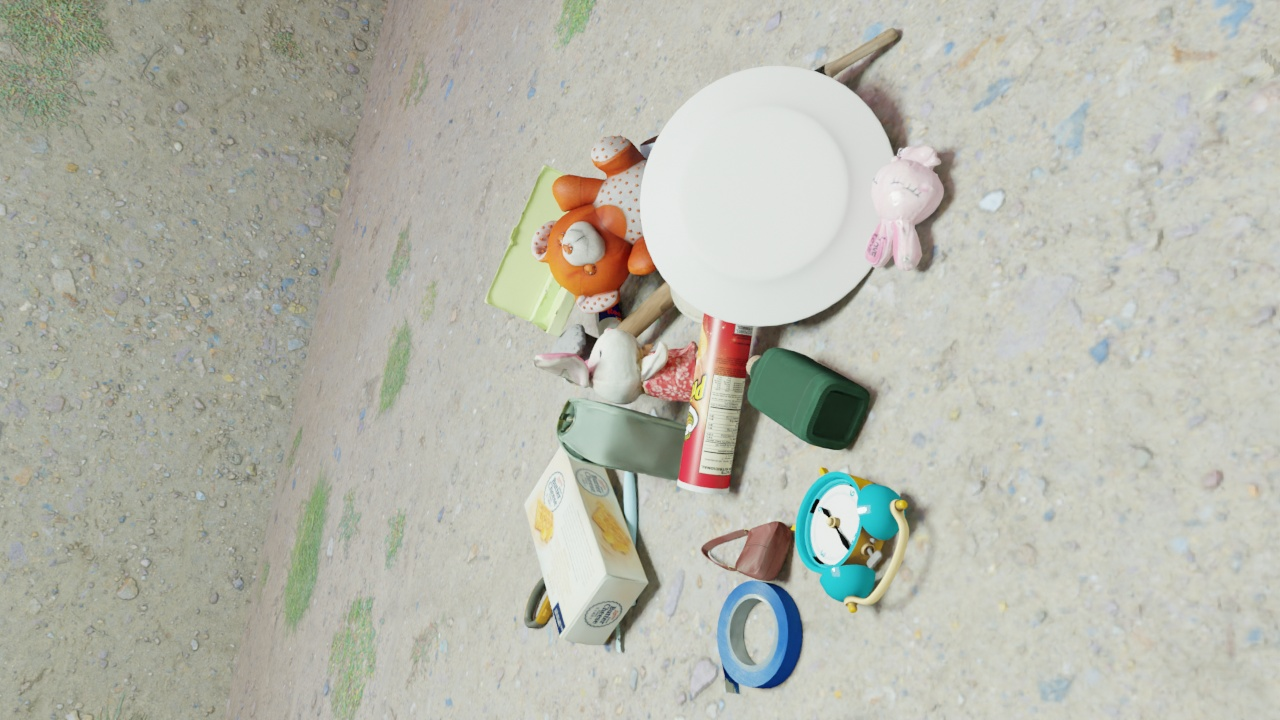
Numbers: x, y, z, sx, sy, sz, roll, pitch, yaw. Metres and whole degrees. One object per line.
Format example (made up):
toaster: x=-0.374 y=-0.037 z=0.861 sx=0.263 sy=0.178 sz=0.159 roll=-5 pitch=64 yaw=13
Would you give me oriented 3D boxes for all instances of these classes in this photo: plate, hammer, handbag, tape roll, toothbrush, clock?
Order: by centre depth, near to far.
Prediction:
clock: x=0.167 y=0.138 z=0.737 sx=0.099 sy=0.043 sz=0.129 roll=-67 pitch=24 yaw=9
tape roll: x=0.103 y=0.241 z=0.809 sx=0.093 sy=0.016 sz=0.091 roll=-39 pitch=44 yaw=43
plate: x=0.111 y=-0.153 z=0.848 sx=0.243 sy=0.016 sz=0.242 roll=0 pitch=89 yaw=20
handbag: x=0.091 y=0.177 z=0.854 sx=0.120 sy=0.029 sz=0.055 roll=-21 pitch=37 yaw=60
handbag: x=-0.014 y=0.085 z=0.978 sx=0.106 sy=0.121 sz=0.067 roll=14 pitch=89 yaw=57
toothbrush: x=-0.012 y=0.194 z=1.020 sx=0.022 sy=0.016 sz=0.154 roll=84 pitch=-176 yaw=-62
hammer: x=0.027 y=-0.070 z=1.044 sx=0.329 sy=0.098 sz=0.052 roll=-40 pitch=37 yaw=30

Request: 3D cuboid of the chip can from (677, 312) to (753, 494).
chip can: x=0.077 y=0.020 z=0.896 sx=0.052 sy=0.051 sz=0.215 roll=13 pitch=96 yaw=59

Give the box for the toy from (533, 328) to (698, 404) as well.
toy: x=-0.006 y=0.006 z=0.972 sx=0.194 sy=0.159 sz=0.084 roll=-4 pitch=85 yaw=14

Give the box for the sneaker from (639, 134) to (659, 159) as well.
sneaker: x=0.107 y=-0.218 z=1.009 sx=0.242 sy=0.083 sz=0.098 roll=-1 pitch=118 yaw=47

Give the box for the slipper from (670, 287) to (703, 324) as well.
slipper: x=0.117 y=-0.153 z=0.920 sx=0.114 sy=0.054 sz=0.275 roll=42 pitch=121 yaw=19

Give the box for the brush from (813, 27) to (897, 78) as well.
brush: x=0.181 y=-0.282 z=0.901 sx=0.151 sy=0.012 sz=0.038 roll=-26 pitch=21 yaw=25

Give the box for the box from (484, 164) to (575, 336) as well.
box: x=-0.100 y=-0.131 z=1.119 sx=0.127 sy=0.066 sz=0.188 roll=24 pitch=92 yaw=19

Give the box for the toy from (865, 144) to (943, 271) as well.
toy: x=0.222 y=-0.131 z=0.779 sx=0.064 sy=0.047 sz=0.110 roll=13 pitch=94 yaw=57

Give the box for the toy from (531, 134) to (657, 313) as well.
toy: x=-0.036 y=-0.147 z=1.023 sx=0.172 sy=0.092 sz=0.164 roll=-44 pitch=76 yaw=9

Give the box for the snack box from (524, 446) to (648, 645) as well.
snack box: x=-0.066 y=0.202 z=1.031 sx=0.104 sy=0.057 sz=0.207 roll=-57 pitch=34 yaw=24

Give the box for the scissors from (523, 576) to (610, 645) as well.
scissors: x=-0.084 y=0.259 z=1.103 sx=0.230 sy=0.016 sz=0.225 roll=-52 pitch=36 yaw=30

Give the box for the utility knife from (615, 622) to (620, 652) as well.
utility knife: x=-0.025 y=0.242 z=1.019 sx=0.022 sy=0.015 sz=0.161 roll=-38 pitch=46 yaw=45

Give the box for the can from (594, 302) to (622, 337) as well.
can: x=-0.040 y=-0.048 z=1.170 sx=0.032 sy=0.032 sz=0.095 roll=-48 pitch=39 yaw=35

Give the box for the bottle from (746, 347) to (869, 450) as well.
bottle: x=0.137 y=0.026 z=0.820 sx=0.131 sy=0.061 sz=0.061 roll=38 pitch=109 yaw=58
